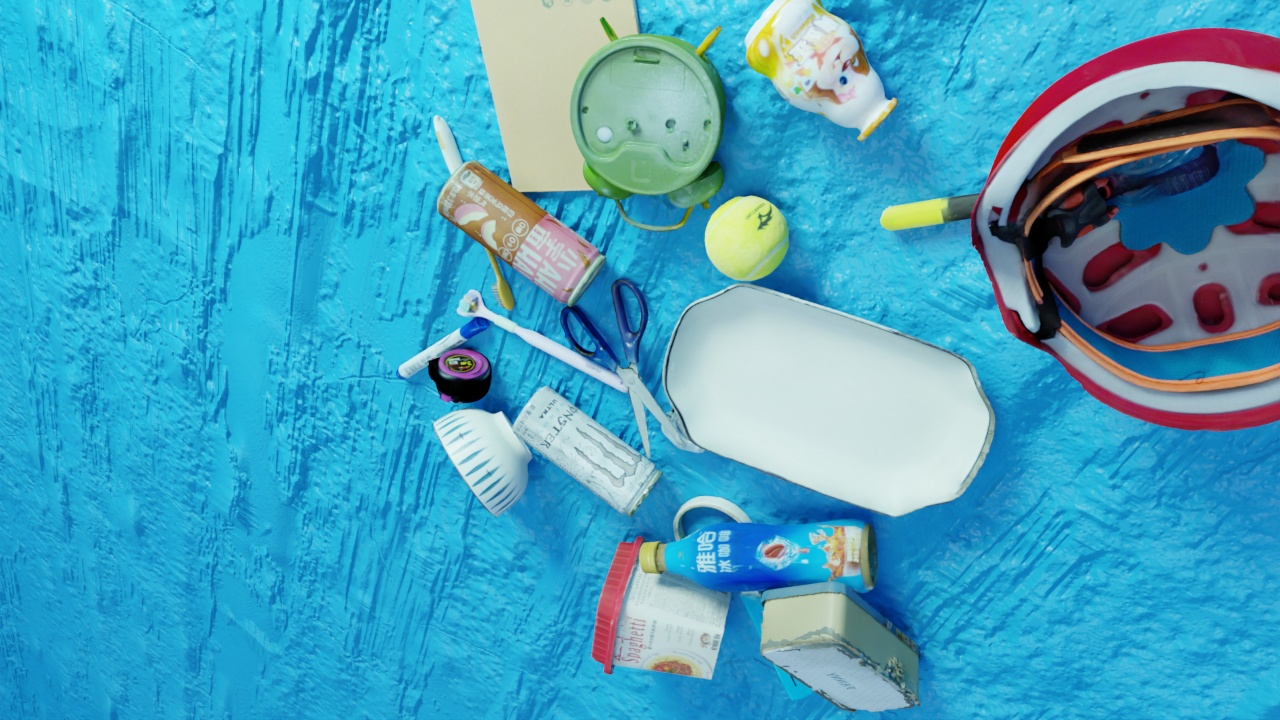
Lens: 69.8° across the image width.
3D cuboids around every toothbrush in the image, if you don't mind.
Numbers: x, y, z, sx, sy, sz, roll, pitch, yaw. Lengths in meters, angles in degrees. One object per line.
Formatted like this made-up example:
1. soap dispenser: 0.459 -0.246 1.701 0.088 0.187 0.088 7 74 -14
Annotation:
1. toothbrush: -0.091 -0.016 0.883 0.189 0.029 0.021 27 168 10
2. toothbrush: -0.155 -0.133 0.850 0.018 0.016 0.191 0 118 38

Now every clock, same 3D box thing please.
1. clock: 0.010 -0.174 0.702 0.116 0.056 0.161 10 121 15

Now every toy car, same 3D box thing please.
1. toy car: 0.052 0.044 0.833 0.049 0.031 0.106 29 128 11

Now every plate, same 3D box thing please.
1. plate: 0.150 0.029 0.752 0.266 0.034 0.162 19 118 11

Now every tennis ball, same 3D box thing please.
1. tennis ball: 0.082 -0.095 0.711 0.065 0.065 0.066 13 123 21

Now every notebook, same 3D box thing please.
1. notebook: -0.063 -0.238 0.742 0.148 0.008 0.208 3 119 27

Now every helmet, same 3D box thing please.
1. helmet: 0.320 -0.087 0.543 0.207 0.143 0.240 -18 122 35

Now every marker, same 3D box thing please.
1. marker: 0.234 -0.110 0.654 0.124 0.015 0.018 -6 116 28
2. marker: -0.208 -0.011 0.950 0.146 0.016 0.017 -27 103 37

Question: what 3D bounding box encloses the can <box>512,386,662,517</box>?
1. can: -0.052 0.089 0.898 0.147 0.058 0.058 36 128 6

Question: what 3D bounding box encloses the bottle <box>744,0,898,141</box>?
1. bottle: 0.125 -0.199 0.628 0.108 0.063 0.063 43 129 -1

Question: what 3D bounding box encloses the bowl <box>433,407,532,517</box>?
1. bowl: -0.153 0.094 0.938 0.066 0.116 0.116 -34 102 -7

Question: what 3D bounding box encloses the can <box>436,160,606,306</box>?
1. can: -0.104 -0.111 0.802 0.147 0.057 0.058 36 129 0

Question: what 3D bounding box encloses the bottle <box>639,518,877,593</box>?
1. bottle: 0.105 0.181 0.848 0.219 0.065 0.065 -6 115 23

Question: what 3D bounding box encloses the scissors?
1. scissors: -0.017 0.005 0.841 0.161 0.012 0.164 19 115 27

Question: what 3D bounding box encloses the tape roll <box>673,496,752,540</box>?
1. tape roll: 0.074 0.173 0.908 0.086 0.013 0.086 13 123 21

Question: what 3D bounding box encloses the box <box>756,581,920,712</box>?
1. box: 0.180 0.260 0.829 0.090 0.061 0.184 -17 134 33

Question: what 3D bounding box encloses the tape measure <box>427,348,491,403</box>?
1. tape measure: -0.179 0.017 0.925 0.058 0.056 0.039 39 134 33

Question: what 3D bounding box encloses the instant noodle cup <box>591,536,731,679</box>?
1. instant noodle cup: 0.024 0.258 0.931 0.124 0.116 0.116 12 123 8

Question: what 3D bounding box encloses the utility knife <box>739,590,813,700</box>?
1. utility knife: 0.130 0.272 0.928 0.034 0.018 0.188 -15 113 33
